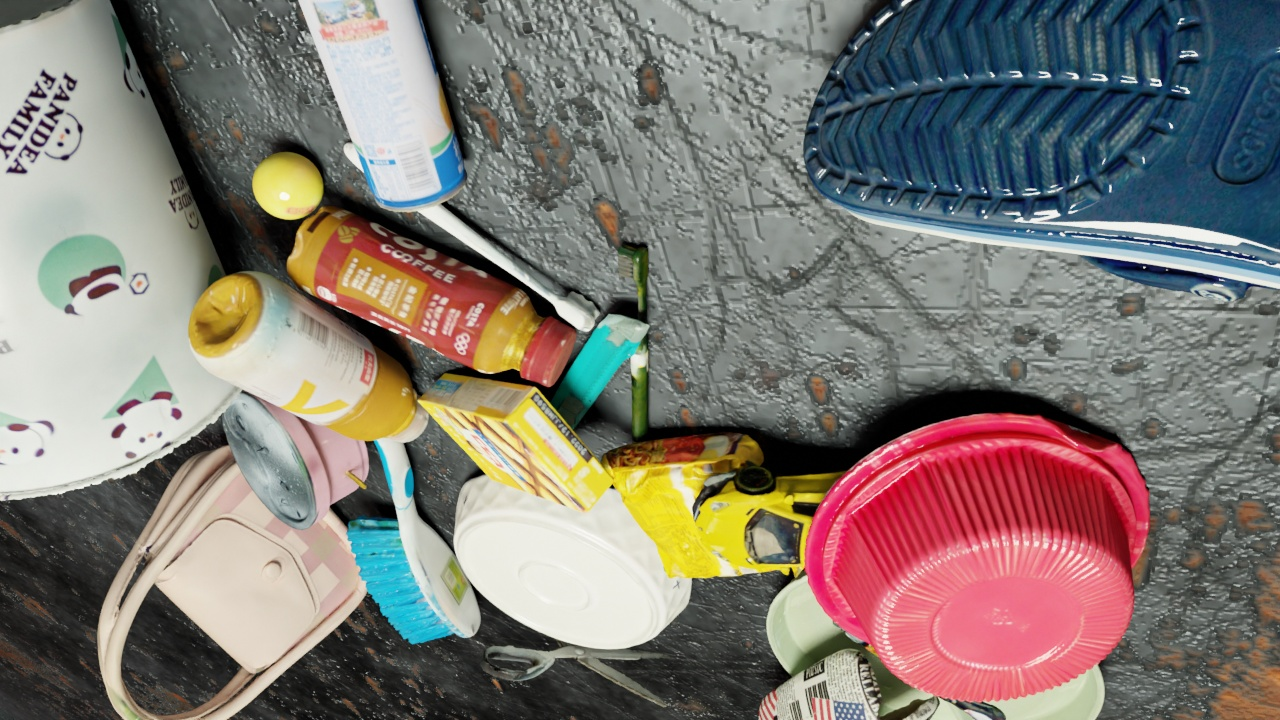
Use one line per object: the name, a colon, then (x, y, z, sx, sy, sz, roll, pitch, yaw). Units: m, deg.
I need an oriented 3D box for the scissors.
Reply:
scissors: (-0.058, 0.251, 0.790, 0.181, 0.159, 0.014, 31, 115, 33)

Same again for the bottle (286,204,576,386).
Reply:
bottle: (-0.126, -0.037, 0.565, 0.175, 0.057, 0.058, 24, 138, 4)

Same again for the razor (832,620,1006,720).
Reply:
razor: (0.197, 0.217, 0.632, 0.142, 0.022, 0.043, 37, 140, -10)

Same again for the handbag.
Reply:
handbag: (-0.363, 0.209, 0.799, 0.094, 0.233, 0.193, -5, 129, 33)

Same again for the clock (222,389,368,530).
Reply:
clock: (-0.278, 0.069, 0.725, 0.159, 0.059, 0.117, -11, 106, 45)

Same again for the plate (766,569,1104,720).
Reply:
plate: (0.205, 0.210, 0.658, 0.230, 0.027, 0.231, 15, 136, 15)

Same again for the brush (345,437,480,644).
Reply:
brush: (-0.209, 0.139, 0.791, 0.110, 0.060, 0.315, -3, 127, 23)

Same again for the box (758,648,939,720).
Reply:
box: (0.146, 0.268, 0.695, 0.087, 0.076, 0.163, 52, 144, 14)

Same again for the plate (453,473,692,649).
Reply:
plate: (-0.061, 0.165, 0.737, 0.205, 0.045, 0.205, 15, 138, 13)

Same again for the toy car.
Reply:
toy car: (0.109, 0.097, 0.557, 0.156, 0.041, 0.071, -2, 127, 0)

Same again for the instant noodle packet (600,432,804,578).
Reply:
instant noodle packet: (0.046, 0.102, 0.620, 0.111, 0.044, 0.128, -7, 130, 26)

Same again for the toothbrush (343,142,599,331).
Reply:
toothbrush: (-0.100, -0.075, 0.548, 0.180, 0.016, 0.016, 35, 131, -5)

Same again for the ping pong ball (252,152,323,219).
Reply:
ping pong ball: (-0.213, -0.106, 0.555, 0.040, 0.040, 0.040, 15, 136, 14)

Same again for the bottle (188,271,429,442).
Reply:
bottle: (-0.207, 0.008, 0.609, 0.068, 0.068, 0.189, 4, 159, 24)

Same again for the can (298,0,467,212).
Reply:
can: (-0.130, -0.145, 0.463, 0.053, 0.053, 0.135, 9, 135, 20)

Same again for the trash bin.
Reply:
trash bin: (-0.372, -0.087, 0.537, 0.230, 0.228, 0.252, 14, 130, 15)

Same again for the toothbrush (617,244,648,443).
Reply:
toothbrush: (-0.003, 0.003, 0.575, 0.017, 0.012, 0.186, 19, 138, 19)

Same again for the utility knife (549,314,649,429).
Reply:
utility knife: (-0.045, 0.029, 0.615, 0.029, 0.013, 0.223, 34, 143, -2)

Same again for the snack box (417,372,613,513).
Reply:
snack box: (-0.087, 0.052, 0.617, 0.141, 0.033, 0.087, 8, 141, 56)

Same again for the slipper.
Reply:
slipper: (0.189, -0.081, 0.338, 0.253, 0.105, 0.095, 17, -179, 32)

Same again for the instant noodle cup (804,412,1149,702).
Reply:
instant noodle cup: (0.191, 0.122, 0.505, 0.194, 0.065, 0.194, 1, 123, 2)
